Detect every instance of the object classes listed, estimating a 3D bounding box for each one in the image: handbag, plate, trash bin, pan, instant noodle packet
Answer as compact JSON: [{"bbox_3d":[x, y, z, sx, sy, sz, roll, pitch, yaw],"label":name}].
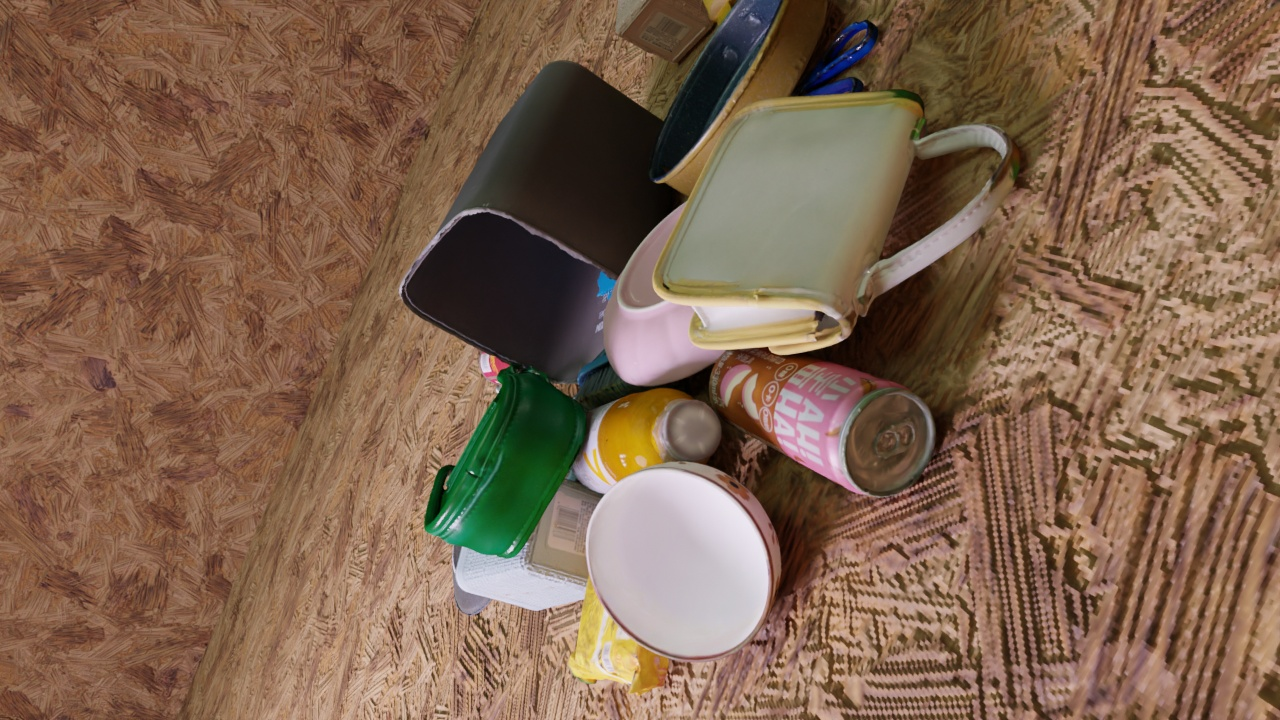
[{"bbox_3d":[-0.104,0.069,0.668,0.131,0.068,0.120,-61,24,7],"label":"handbag"},{"bbox_3d":[0.113,-0.077,0.510,0.179,0.063,0.163,4,57,37],"label":"handbag"},{"bbox_3d":[-0.165,0.174,0.959,0.180,0.024,0.179,-46,32,39],"label":"plate"},{"bbox_3d":[-0.076,-0.128,0.846,0.200,0.198,0.219,-33,34,49],"label":"trash bin"},{"bbox_3d":[0.069,-0.284,0.787,0.198,0.078,0.356,-47,22,39],"label":"pan"},{"bbox_3d":[0.041,-0.068,0.644,0.193,0.039,0.192,-35,29,22],"label":"plate"},{"bbox_3d":[-0.004,0.157,0.615,0.111,0.044,0.128,-31,40,61],"label":"instant noodle packet"}]

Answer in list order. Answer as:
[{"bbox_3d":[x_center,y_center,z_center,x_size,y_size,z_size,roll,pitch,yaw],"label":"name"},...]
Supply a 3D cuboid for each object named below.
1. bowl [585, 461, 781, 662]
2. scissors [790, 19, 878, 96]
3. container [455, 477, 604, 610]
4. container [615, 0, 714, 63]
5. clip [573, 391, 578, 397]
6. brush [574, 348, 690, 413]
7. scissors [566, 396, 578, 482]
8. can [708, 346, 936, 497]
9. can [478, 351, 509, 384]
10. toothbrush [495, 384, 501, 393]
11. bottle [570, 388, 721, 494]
[{"bbox_3d":[0.031,0.110,0.535,0.114,0.113,0.062,-58,-15,22],"label":"bowl"},{"bbox_3d":[0.123,-0.209,0.698,0.133,0.012,0.172,-62,24,17],"label":"scissors"},{"bbox_3d":[-0.077,0.143,0.728,0.112,0.090,0.090,-25,48,52],"label":"container"},{"bbox_3d":[0.029,-0.382,0.947,0.090,0.090,0.110,-29,48,55],"label":"container"},{"bbox_3d":[-0.068,0.056,0.863,0.057,0.032,0.025,-54,33,22],"label":"clip"},{"bbox_3d":[-0.004,0.004,0.729,0.144,0.055,0.073,-26,48,57],"label":"brush"},{"bbox_3d":[-0.075,0.050,0.843,0.180,0.019,0.143,-55,48,17],"label":"scissors"},{"bbox_3d":[0.093,0.027,0.505,0.058,0.058,0.147,-67,24,2],"label":"can"},{"bbox_3d":[-0.131,-0.002,0.998,0.133,0.053,0.053,-9,62,62],"label":"can"},{"bbox_3d":[-0.130,0.063,0.976,0.026,0.027,0.224,-31,25,-8],"label":"toothbrush"},{"bbox_3d":[0.002,0.056,0.625,0.190,0.068,0.068,153,134,-69],"label":"bottle"}]
